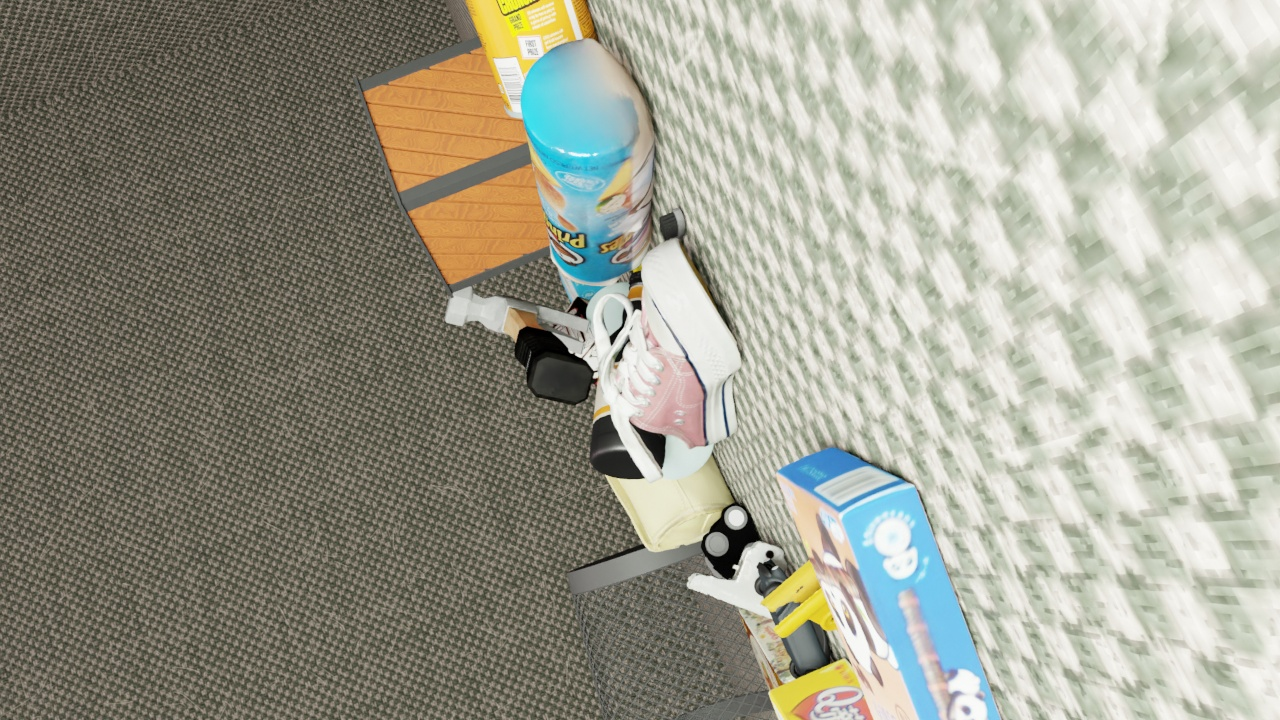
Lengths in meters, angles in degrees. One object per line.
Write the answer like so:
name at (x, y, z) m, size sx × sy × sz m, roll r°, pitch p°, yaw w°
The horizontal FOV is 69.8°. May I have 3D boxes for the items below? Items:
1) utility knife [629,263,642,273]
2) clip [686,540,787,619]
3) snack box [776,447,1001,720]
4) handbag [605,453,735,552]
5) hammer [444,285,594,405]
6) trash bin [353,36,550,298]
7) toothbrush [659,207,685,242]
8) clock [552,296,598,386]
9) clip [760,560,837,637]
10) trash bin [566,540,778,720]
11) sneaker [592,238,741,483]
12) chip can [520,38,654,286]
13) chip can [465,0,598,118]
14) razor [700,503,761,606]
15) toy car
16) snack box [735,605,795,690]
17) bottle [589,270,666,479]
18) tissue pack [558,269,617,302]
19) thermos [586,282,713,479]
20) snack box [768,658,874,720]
utility knife at (-0.008, -0.109, 0.798) m, size 0.030 × 0.017 × 0.179 m, roll 56°, pitch 169°, yaw 16°
clip at (0.093, 0.171, 0.716) m, size 0.050 × 0.102 × 0.058 m, roll -41°, pitch -28°, yaw -87°
snack box at (0.109, 0.116, 0.389) m, size 0.087 × 0.034 × 0.151 m, roll -148°, pitch 36°, yaw -82°
handbag at (0.034, 0.116, 0.877) m, size 0.111 × 0.081 × 0.119 m, roll 7°, pitch -132°, yaw -53°
hammer at (-0.088, -0.016, 0.755) m, size 0.328 × 0.131 × 0.039 m, roll -142°, pitch 66°, yaw -73°
trash bin at (-0.121, -0.174, 0.782) m, size 0.140 × 0.171 × 0.139 m, roll 77°, pitch 170°, yaw -64°
toothbrush at (0.023, -0.070, 0.640) m, size 0.167 × 0.013 × 0.013 m, roll 77°, pitch 170°, yaw -77°
clock at (-0.018, -0.007, 0.975) m, size 0.154 × 0.065 × 0.114 m, roll 41°, pitch -165°, yaw 3°
clip at (0.105, 0.146, 0.545) m, size 0.049 × 0.054 × 0.044 m, roll 45°, pitch -166°, yaw 1°
trash bin at (0.043, 0.312, 1.004) m, size 0.218 × 0.217 × 0.227 m, roll 94°, pitch 157°, yaw -80°
sneaker at (0.014, 0.006, 0.620) m, size 0.241 × 0.088 × 0.118 m, roll 75°, pitch 171°, yaw -63°
chip can at (-0.029, -0.117, 0.601) m, size 0.230 × 0.080 × 0.079 m, roll 94°, pitch 153°, yaw -77°
chip can at (-0.085, -0.264, 0.558) m, size 0.075 × 0.075 × 0.215 m, roll -119°, pitch 8°, yaw -55°
razor at (0.092, 0.193, 0.859) m, size 0.060 × 0.057 × 0.156 m, roll 29°, pitch 155°, yaw 26°
toy car at (0.117, 0.200, 0.679) m, size 0.046 × 0.034 × 0.112 m, roll 162°, pitch 84°, yaw -86°
snack box at (0.143, 0.298, 0.806) m, size 0.147 × 0.041 × 0.143 m, roll -131°, pitch 20°, yaw -77°
bottle at (-0.004, 0.004, 0.758) m, size 0.059 × 0.059 × 0.181 m, roll 75°, pitch -163°, yaw -58°
tissue pack at (-0.061, -0.093, 1.161) m, size 0.093 × 0.061 × 0.144 m, roll 82°, pitch 162°, yaw -66°
thermos at (0.007, 0.015, 0.834) m, size 0.065 × 0.078 × 0.206 m, roll 41°, pitch -162°, yaw -44°
snack box at (0.146, 0.271, 0.527) m, size 0.230 × 0.061 × 0.110 m, roll -158°, pitch 46°, yaw -84°
